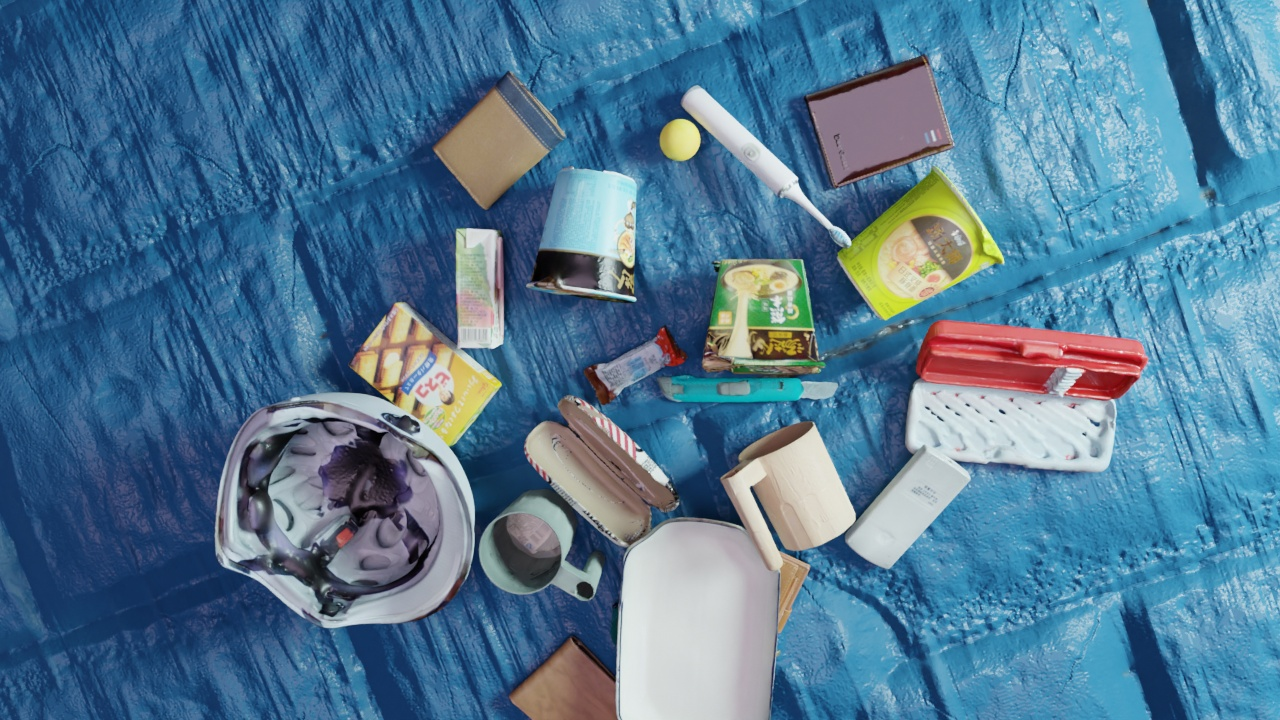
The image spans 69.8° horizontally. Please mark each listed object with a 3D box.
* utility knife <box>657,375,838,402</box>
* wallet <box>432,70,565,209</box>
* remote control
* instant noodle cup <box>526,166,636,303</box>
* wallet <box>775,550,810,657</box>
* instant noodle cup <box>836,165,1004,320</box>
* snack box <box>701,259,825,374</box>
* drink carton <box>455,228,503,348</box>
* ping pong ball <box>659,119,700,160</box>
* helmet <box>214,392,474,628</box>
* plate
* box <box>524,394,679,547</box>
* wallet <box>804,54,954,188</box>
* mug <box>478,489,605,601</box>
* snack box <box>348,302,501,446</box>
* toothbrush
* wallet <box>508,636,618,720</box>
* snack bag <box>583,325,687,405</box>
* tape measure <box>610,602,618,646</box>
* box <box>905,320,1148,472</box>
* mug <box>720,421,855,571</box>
[{"bbox_3d":[0.109,0.029,0.943,0.185,0.013,0.029,-1,96,6],"label":"utility knife"},{"bbox_3d":[-0.144,-0.223,0.935,0.115,0.033,0.090,-41,88,10],"label":"wallet"},{"bbox_3d":[0.266,0.149,0.922,0.056,0.019,0.135,32,111,-4],"label":"remote control"},{"bbox_3d":[-0.050,-0.123,0.903,0.111,0.111,0.120,8,91,5],"label":"instant noodle cup"},{"bbox_3d":[0.109,0.253,0.957,0.119,0.035,0.131,24,102,1],"label":"wallet"},{"bbox_3d":[0.258,-0.102,0.871,0.124,0.111,0.111,-36,91,17],"label":"instant noodle cup"},{"bbox_3d":[0.120,-0.042,0.891,0.117,0.118,0.105,1,86,6],"label":"snack box"},{"bbox_3d":[-0.163,-0.074,0.942,0.045,0.053,0.122,2,96,2],"label":"drink carton"},{"bbox_3d":[0.039,-0.218,0.909,0.040,0.040,0.040,1,96,6],"label":"ping pong ball"},{"bbox_3d":[-0.281,0.140,0.932,0.258,0.145,0.229,19,103,-2],"label":"helmet"},{"bbox_3d":[0.058,0.285,0.938,0.162,0.034,0.266,3,98,11],"label":"plate"},{"bbox_3d":[-0.042,0.116,0.937,0.162,0.076,0.086,43,68,-3],"label":"box"},{"bbox_3d":[0.233,-0.233,0.899,0.122,0.020,0.096,-17,94,10],"label":"wallet"},{"bbox_3d":[-0.094,0.192,0.939,0.124,0.103,0.084,31,98,1],"label":"mug"},{"bbox_3d":[-0.227,0.015,0.970,0.140,0.033,0.087,40,99,-1],"label":"snack box"},{"bbox_3d":[0.122,-0.185,0.886,0.221,0.026,0.027,47,111,13],"label":"toothbrush"},{"bbox_3d":[-0.069,0.372,1.000,0.115,0.020,0.101,44,100,-3],"label":"wallet"},{"bbox_3d":[-0.006,0.006,0.947,0.105,0.026,0.045,-28,102,9],"label":"snack bag"},{"bbox_3d":[-0.004,0.287,0.979,0.058,0.025,0.054,8,96,6],"label":"tape measure"},{"bbox_3d":[0.368,0.033,0.894,0.201,0.069,0.158,6,120,4],"label":"box"},{"bbox_3d":[0.143,0.133,0.902,0.084,0.124,0.103,-21,97,52],"label":"mug"}]
